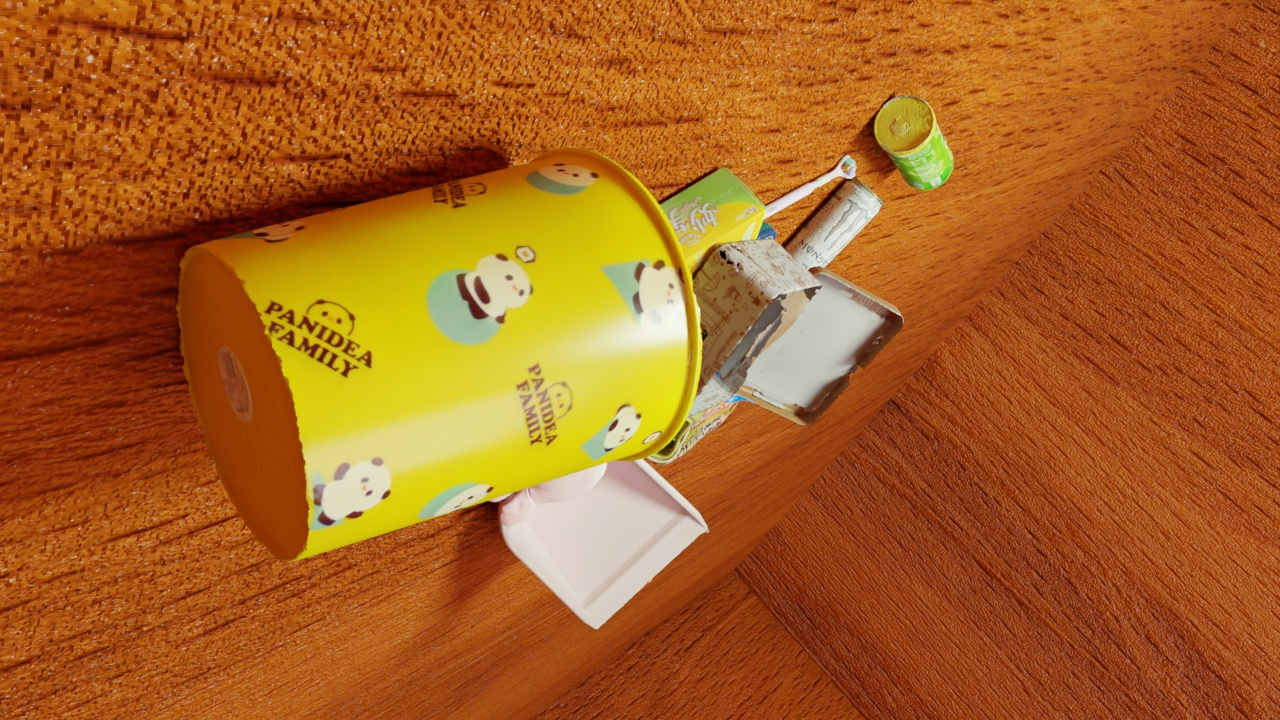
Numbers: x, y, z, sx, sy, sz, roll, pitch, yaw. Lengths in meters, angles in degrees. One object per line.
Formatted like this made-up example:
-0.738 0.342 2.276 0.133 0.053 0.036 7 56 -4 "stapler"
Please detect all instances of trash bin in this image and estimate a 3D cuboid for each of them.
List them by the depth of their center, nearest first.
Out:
-0.130 -0.005 0.586 0.254 0.229 0.230 -19 150 -38 "trash bin"

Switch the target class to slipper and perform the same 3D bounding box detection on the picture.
0.018 0.084 1.162 0.081 0.091 0.191 -65 -175 -20 "slipper"

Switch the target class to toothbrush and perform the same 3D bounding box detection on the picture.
0.190 -0.199 1.095 0.188 0.029 0.021 -31 -164 -27 "toothbrush"

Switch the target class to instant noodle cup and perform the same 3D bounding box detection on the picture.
0.078 0.055 1.324 0.164 0.079 0.189 -31 158 -32 "instant noodle cup"

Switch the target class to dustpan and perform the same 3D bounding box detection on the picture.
-0.061 0.221 1.222 0.222 0.273 0.139 -45 -174 -3 "dustpan"

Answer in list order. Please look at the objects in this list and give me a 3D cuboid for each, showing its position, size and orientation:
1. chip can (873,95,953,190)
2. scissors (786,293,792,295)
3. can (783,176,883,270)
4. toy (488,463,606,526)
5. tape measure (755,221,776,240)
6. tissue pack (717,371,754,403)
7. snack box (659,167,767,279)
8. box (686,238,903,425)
0.355 -0.274 1.179 0.073 0.072 0.221 -48 160 15 "chip can"
0.169 -0.053 1.246 0.172 0.019 0.179 -2 99 -61 "scissors"
0.249 -0.170 1.212 0.147 0.058 0.058 -47 161 13 "can"
-0.115 0.133 1.116 0.159 0.054 0.121 -31 127 -12 "toy"
0.136 -0.142 1.101 0.054 0.025 0.058 -32 162 -34 "tape measure"
0.099 0.003 1.191 0.052 0.095 0.157 -26 154 28 "tissue pack"
0.035 -0.081 0.959 0.157 0.070 0.210 -35 159 -24 "snack box"
0.134 -0.024 0.975 0.273 0.124 0.179 9 129 -40 "box"
